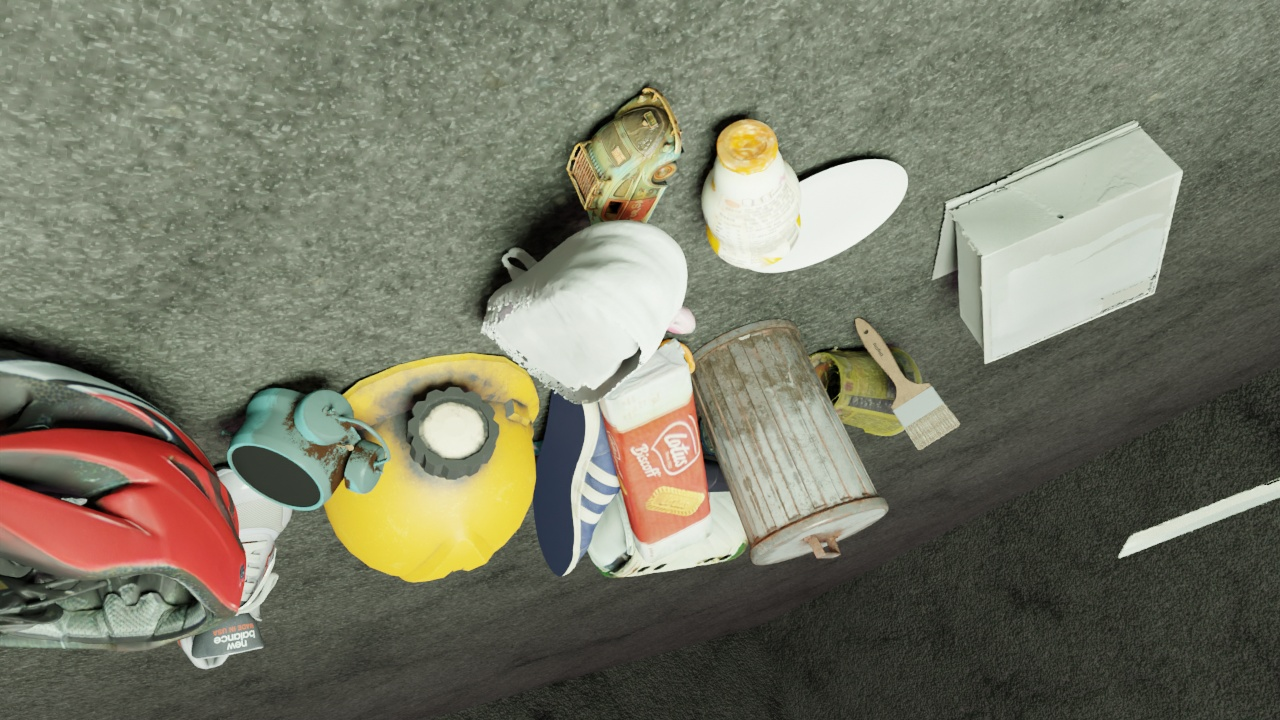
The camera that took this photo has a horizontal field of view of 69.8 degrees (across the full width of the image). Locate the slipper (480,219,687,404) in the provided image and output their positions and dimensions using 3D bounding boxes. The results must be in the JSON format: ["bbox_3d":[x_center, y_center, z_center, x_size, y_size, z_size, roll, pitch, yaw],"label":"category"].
[{"bbox_3d":[-0.043,-0.029,0.572,0.074,0.112,0.247,-39,-174,-22],"label":"slipper"}]

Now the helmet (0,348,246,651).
[{"bbox_3d":[-0.349,0.102,0.536,0.217,0.166,0.272,-5,150,-1],"label":"helmet"}]

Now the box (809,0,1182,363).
[{"bbox_3d":[0.306,-0.222,0.847,0.169,0.403,0.172,-23,157,6],"label":"box"}]

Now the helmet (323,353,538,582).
[{"bbox_3d":[-0.170,0.114,0.771,0.205,0.131,0.256,-11,156,-24],"label":"helmet"}]

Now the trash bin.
[{"bbox_3d":[0.132,0.083,0.853,0.130,0.211,0.131,-18,157,-8],"label":"trash bin"}]

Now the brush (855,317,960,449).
[{"bbox_3d":[0.249,0.016,0.893,0.045,0.143,0.008,-36,156,13],"label":"brush"}]

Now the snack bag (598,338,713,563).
[{"bbox_3d":[0.017,0.087,0.798,0.077,0.041,0.225,-23,135,-13],"label":"snack bag"}]

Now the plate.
[{"bbox_3d":[0.133,-0.109,0.685,0.134,0.011,0.135,-18,157,-8],"label":"plate"}]

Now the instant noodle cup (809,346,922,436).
[{"bbox_3d":[0.229,0.030,0.984,0.108,0.102,0.102,7,146,-33],"label":"instant noodle cup"}]

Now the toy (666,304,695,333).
[{"bbox_3d":[0.005,-0.039,0.688,0.063,0.047,0.110,-16,161,9],"label":"toy"}]

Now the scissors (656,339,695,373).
[{"bbox_3d":[-0.007,0.012,0.782,0.130,0.070,0.013,7,173,-34],"label":"scissors"}]

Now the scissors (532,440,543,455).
[{"bbox_3d":[-0.074,0.070,0.911,0.135,0.015,0.136,-16,157,-22],"label":"scissors"}]

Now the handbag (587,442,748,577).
[{"bbox_3d":[0.027,0.171,1.055,0.198,0.142,0.096,3,145,-46],"label":"handbag"}]

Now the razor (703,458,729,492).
[{"bbox_3d":[0.072,0.124,1.024,0.142,0.047,0.052,14,96,-43],"label":"razor"}]

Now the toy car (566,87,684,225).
[{"bbox_3d":[-0.016,-0.104,0.522,0.047,0.047,0.112,-12,156,-26],"label":"toy car"}]

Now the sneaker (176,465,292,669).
[{"bbox_3d":[-0.350,0.187,0.785,0.088,0.124,0.241,-1,150,-40],"label":"sneaker"}]

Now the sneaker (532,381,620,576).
[{"bbox_3d":[-0.026,0.097,0.873,0.118,0.091,0.234,-14,131,-29],"label":"sneaker"}]

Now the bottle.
[{"bbox_3d":[0.069,-0.105,0.577,0.063,0.063,0.108,-21,156,0],"label":"bottle"}]

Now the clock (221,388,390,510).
[{"bbox_3d":[-0.231,0.063,0.644,0.124,0.053,0.090,-5,132,27],"label":"clock"}]

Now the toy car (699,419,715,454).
[{"bbox_3d":[0.124,0.070,1.029,0.120,0.056,0.043,-13,179,-5],"label":"toy car"}]
